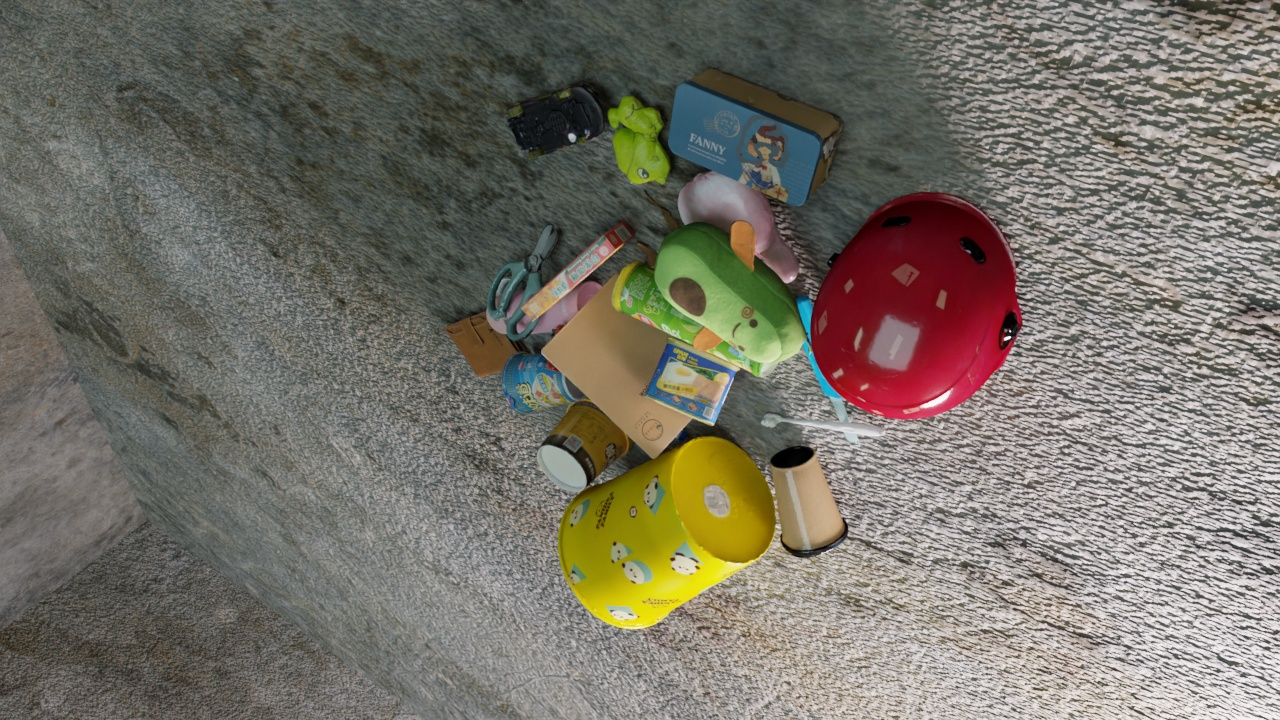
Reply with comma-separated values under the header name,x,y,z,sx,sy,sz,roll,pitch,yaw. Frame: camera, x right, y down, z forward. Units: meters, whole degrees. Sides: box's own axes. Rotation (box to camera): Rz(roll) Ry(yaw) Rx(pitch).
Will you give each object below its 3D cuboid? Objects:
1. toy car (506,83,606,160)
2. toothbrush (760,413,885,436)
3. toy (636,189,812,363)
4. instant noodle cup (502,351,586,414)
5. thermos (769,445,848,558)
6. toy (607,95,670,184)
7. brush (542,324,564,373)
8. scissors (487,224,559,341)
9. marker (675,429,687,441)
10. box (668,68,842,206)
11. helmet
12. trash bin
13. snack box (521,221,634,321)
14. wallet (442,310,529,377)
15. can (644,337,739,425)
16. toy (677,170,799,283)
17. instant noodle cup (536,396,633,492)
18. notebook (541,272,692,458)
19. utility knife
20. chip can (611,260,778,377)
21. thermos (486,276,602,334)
name,x,y,z,sx,sy,sz,roll,pitch,yaw
toy car,-0.100,-0.289,1.105,0.158,0.042,0.070,-2,123,42
toothbrush,0.227,0.083,1.160,0.180,0.016,0.016,3,134,45
toy,0.085,-0.082,1.016,0.247,0.089,0.227,38,153,15
instant noodle cup,-0.135,0.030,1.379,0.110,0.099,0.099,-6,120,33
thermos,0.219,0.190,1.224,0.093,0.092,0.143,-3,114,41
toy,-0.002,-0.252,1.064,0.097,0.031,0.100,33,135,12
brush,-0.058,0.001,1.266,0.145,0.063,0.069,19,174,-31
scissors,-0.149,-0.105,1.264,0.180,0.019,0.143,-48,57,27
marker,0.009,0.069,1.345,0.146,0.016,0.017,38,140,7
box,0.112,-0.238,0.959,0.184,0.060,0.090,25,136,19
helmet,0.269,-0.038,0.940,0.207,0.143,0.241,26,136,23
trash bin,0.043,0.242,1.319,0.229,0.228,0.256,48,135,-4
snack box,-0.081,-0.114,1.172,0.156,0.076,0.027,-37,96,28
wallet,-0.248,-0.033,1.464,0.131,0.035,0.119,-15,119,45
can,0.065,0.028,1.185,0.102,0.083,0.057,24,177,-1
toy,0.111,-0.146,1.043,0.159,0.054,0.122,52,148,-8
instant noodle cup,-0.089,0.130,1.404,0.118,0.114,0.119,22,135,24
notebook,-0.007,0.007,1.212,0.207,0.147,0.008,44,173,-3
utility knife,0.227,0.016,1.117,0.034,0.018,0.218,-5,122,41
chip can,0.075,-0.052,1.141,0.221,0.072,0.073,26,137,21
thermos,-0.138,-0.082,1.307,0.199,0.067,0.087,-1,91,42
